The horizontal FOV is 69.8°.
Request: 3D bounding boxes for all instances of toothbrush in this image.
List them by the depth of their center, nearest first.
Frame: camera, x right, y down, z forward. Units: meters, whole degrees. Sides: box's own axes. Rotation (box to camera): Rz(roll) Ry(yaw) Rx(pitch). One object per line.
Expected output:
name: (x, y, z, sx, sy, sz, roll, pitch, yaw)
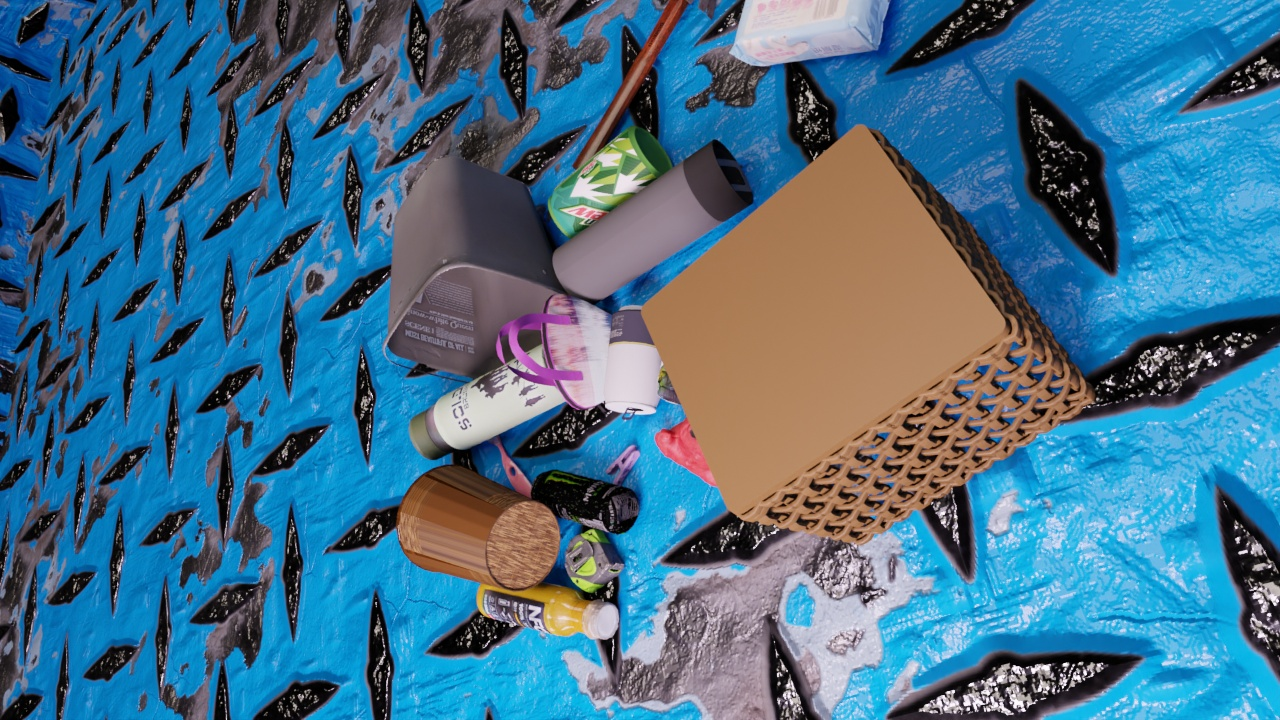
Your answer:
toothbrush: (-0.163, 0.135, 1.157, 0.022, 0.016, 0.135, -52, 50, 14)

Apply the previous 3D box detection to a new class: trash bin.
trash bin: (-0.215, -0.119, 1.167, 0.198, 0.197, 0.219, -44, 45, 34)

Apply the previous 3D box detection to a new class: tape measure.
tape measure: (-0.058, 0.224, 1.027, 0.059, 0.035, 0.065, -52, 51, 16)

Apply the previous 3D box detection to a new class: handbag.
handbag: (-0.093, -0.010, 1.037, 0.068, 0.169, 0.144, -22, 75, 33)

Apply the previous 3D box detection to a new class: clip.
clip: (-0.018, 0.124, 1.043, 0.052, 0.014, 0.041, -32, 57, 31)

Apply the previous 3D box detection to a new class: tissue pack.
tissue pack: (0.187, -0.386, 1.000, 0.182, 0.070, 0.112, 9, 81, 43)

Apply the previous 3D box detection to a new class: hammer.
hammer: (-0.001, -0.372, 1.179, 0.111, 0.028, 0.301, 40, 103, 41)

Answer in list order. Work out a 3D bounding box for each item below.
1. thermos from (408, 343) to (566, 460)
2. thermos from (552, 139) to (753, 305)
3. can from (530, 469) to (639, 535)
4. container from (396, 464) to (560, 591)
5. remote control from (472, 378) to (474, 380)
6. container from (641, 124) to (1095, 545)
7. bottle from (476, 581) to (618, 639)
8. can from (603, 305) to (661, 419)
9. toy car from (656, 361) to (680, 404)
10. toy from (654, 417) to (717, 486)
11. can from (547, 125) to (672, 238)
thermos: (-0.188, 0.055, 1.152, 0.232, 0.082, 0.082, -27, 60, 25)
thermos: (0.013, -0.155, 1.059, 0.241, 0.082, 0.082, -30, 59, 29)
can: (-0.064, 0.159, 1.041, 0.138, 0.054, 0.054, 7, 81, 42)
container: (-0.183, 0.197, 1.061, 0.168, 0.132, 0.132, 5, 79, 48)
remote control: (-0.209, 0.024, 1.232, 0.032, 0.015, 0.136, -36, 59, 26)
container: (0.185, -0.007, 0.779, 0.252, 0.214, 0.219, -39, 55, 24)
bottle: (-0.106, 0.280, 1.037, 0.186, 0.053, 0.053, 0, 76, 40)
can: (-0.006, 0.006, 1.035, 0.064, 0.064, 0.127, -5, 73, 39)
toy car: (0.046, -0.003, 0.996, 0.033, 0.048, 0.105, 142, 140, -72)
toy: (0.072, 0.075, 0.963, 0.133, 0.088, 0.093, -22, 27, 54)
can: (-0.037, -0.212, 1.119, 0.144, 0.083, 0.083, -33, 57, 28)
